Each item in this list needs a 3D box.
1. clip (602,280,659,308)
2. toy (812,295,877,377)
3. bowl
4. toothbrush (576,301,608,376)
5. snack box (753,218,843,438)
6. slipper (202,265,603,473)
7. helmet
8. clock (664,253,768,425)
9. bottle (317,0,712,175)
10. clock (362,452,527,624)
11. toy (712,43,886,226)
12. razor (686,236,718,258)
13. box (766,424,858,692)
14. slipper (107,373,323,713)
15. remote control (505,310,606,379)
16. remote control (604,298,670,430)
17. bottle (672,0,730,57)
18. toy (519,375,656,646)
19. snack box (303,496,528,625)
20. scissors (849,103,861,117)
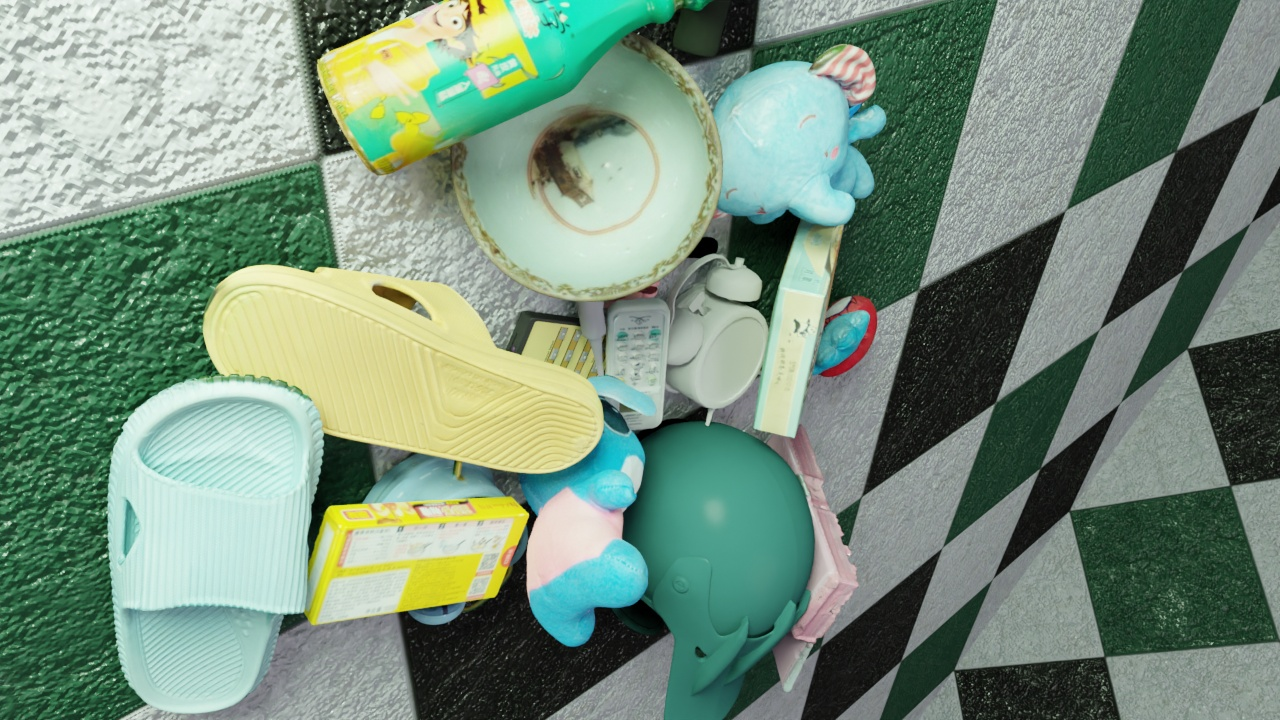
[{"bbox_3d":[-0.011,-0.063,0.729,0.059,0.023,0.045,-31,140,-20],"label":"clip"},{"bbox_3d":[0.205,-0.023,0.948,0.092,0.062,0.132,-65,165,17],"label":"toy"},{"bbox_3d":[-0.032,-0.121,0.577,0.160,0.160,0.094,-60,-176,9],"label":"bowl"},{"bbox_3d":[-0.039,-0.049,0.691,0.019,0.018,0.188,-29,131,-28],"label":"toothbrush"},{"bbox_3d":[0.143,-0.046,0.816,0.193,0.044,0.142,-64,163,-54],"label":"snack box"},{"bbox_3d":[-0.141,0.003,0.583,0.263,0.078,0.100,22,119,-34],"label":"slipper"},{"bbox_3d":[0.061,0.199,0.868,0.176,0.200,0.275,-9,125,-44],"label":"helmet"},{"bbox_3d":[0.058,-0.025,0.807,0.119,0.061,0.159,-41,138,-21],"label":"clock"},{"bbox_3d":[-0.060,-0.170,0.485,0.209,0.068,0.068,-25,140,-1],"label":"bottle"},{"bbox_3d":[-0.148,0.138,0.707,0.118,0.060,0.162,-42,140,-16],"label":"clock"},{"bbox_3d":[0.125,-0.149,0.719,0.184,0.114,0.180,-39,138,23],"label":"toy"},{"bbox_3d":[0.015,-0.091,0.736,0.143,0.021,0.044,-8,125,-47],"label":"razor"},{"bbox_3d":[0.149,0.199,0.962,0.040,0.232,0.179,11,123,-15],"label":"box"},{"bbox_3d":[-0.259,0.130,0.548,0.116,0.069,0.277,10,119,-18],"label":"slipper"},{"bbox_3d":[-0.052,-0.006,0.734,0.133,0.013,0.058,4,116,-49],"label":"remote control"},{"bbox_3d":[-0.004,0.004,0.754,0.050,0.022,0.134,-4,131,-9],"label":"remote control"},{"bbox_3d":[0.052,-0.270,0.617,0.033,0.033,0.123,-11,126,-43],"label":"bottle"},{"bbox_3d":[-0.048,0.122,0.717,0.099,0.191,0.225,9,139,-17],"label":"toy"},{"bbox_3d":[-0.151,0.134,0.630,0.152,0.025,0.075,6,113,-48],"label":"snack box"},{"bbox_3d":[0.158,-0.188,0.819,0.125,0.013,0.126,-46,148,-8],"label":"scissors"}]
